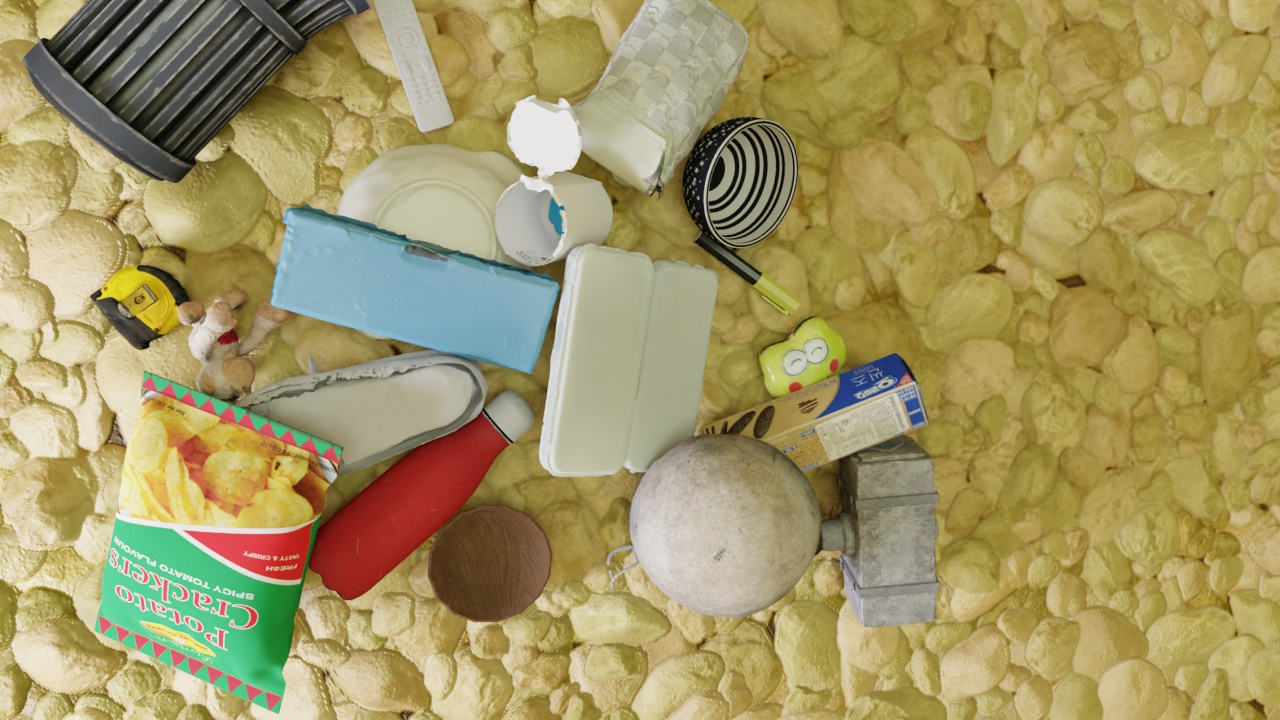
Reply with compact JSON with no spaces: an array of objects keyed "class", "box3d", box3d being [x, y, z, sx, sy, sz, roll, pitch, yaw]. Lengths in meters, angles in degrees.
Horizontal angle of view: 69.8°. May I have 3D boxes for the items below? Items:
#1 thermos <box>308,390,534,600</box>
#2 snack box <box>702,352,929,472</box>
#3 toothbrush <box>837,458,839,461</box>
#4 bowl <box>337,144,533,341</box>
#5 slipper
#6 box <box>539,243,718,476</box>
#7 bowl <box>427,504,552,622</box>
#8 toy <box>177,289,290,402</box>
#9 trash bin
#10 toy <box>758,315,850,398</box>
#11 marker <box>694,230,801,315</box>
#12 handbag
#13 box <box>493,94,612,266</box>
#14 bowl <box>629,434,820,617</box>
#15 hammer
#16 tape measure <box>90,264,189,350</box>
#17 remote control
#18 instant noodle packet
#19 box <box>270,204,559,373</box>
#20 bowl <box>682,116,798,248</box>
[{"class":"thermos","box3d":[-0.197,0.117,0.846,0.239,0.073,0.073,-41,100,-6]},{"class":"snack box","box3d":[0.167,0.063,0.885,0.207,0.057,0.056,-22,121,7]},{"class":"toothbrush","box3d":[0.235,0.146,0.955,0.014,0.016,0.166,-38,99,-3]},{"class":"bowl","box3d":[-0.188,-0.107,0.839,0.219,0.060,0.188,-43,100,-4]},{"class":"slipper","box3d":[-0.258,0.043,0.828,0.247,0.074,0.112,-15,91,1]},{"class":"box","box3d":[-0.004,0.005,0.849,0.188,0.037,0.209,8,94,-39]},{"class":"bowl","box3d":[-0.144,0.190,0.879,0.117,0.030,0.118,-2,100,-14]},{"class":"toy","box3d":[-0.367,-0.008,0.806,0.074,0.085,0.106,16,101,10]},{"class":"trash bin","box3d":[-0.362,-0.272,0.748,0.164,0.164,0.227,44,89,-10]},{"class":"toy","box3d":[0.173,0.018,0.920,0.092,0.046,0.115,-34,107,-4]},{"class":"marker","box3d":[0.105,-0.087,0.914,0.124,0.017,0.021,35,87,-9]},{"class":"handbag","box3d":[0.017,-0.244,0.836,0.112,0.123,0.171,34,92,-2]},{"class":"box","box3d":[-0.069,-0.161,0.813,0.080,0.106,0.150,23,115,17]},{"class":"bowl","box3d":[0.076,0.160,0.833,0.178,0.081,0.178,1,99,4]},{"class":"hammer","box3d":[0.129,0.177,0.906,0.326,0.079,0.177,-5,103,0]},{"class":"tape measure","box3d":[-0.437,-0.052,0.809,0.064,0.037,0.065,-38,99,-5]},{"class":"remote control","box3d":[-0.209,-0.277,0.845,0.033,0.012,0.131,-20,97,-10]},{"class":"instant noodle packet","box3d":[-0.370,0.158,0.791,0.196,0.090,0.253,19,101,10]},{"class":"box","box3d":[-0.192,-0.062,0.795,0.231,0.052,0.093,14,108,-11]},{"class":"bowl","box3d":[0.085,-0.173,0.872,0.120,0.066,0.120,-19,123,-33]}]
